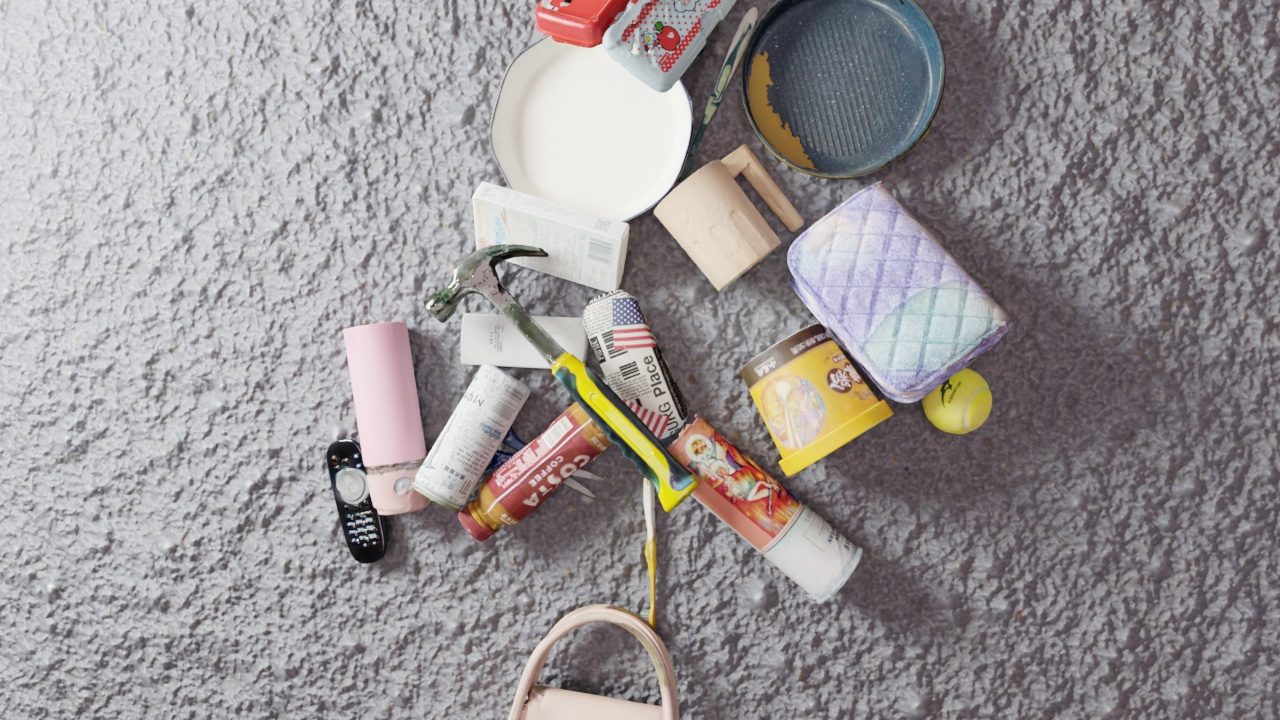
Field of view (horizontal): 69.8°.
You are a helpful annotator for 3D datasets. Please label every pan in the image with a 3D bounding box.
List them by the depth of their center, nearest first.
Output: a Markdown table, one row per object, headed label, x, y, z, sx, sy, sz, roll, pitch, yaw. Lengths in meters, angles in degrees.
| label | x | y | z | sx | sy | sz | roll | pitch | yaw |
| --- | --- | --- | --- | --- | --- | --- | --- | --- | --- |
| pan | 0.175 | -0.355 | 0.897 | 0.198 | 0.078 | 0.357 | -16 | 90 | 6 |

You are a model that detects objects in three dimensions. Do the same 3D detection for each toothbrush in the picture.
| label | x | y | z | sx | sy | sz | roll | pitch | yaw |
| --- | --- | --- | --- | --- | --- | --- | --- | --- | --- |
| toothbrush | 0.078 | -0.273 | 0.941 | 0.016 | 0.018 | 0.191 | 24 | 94 | 4 |
| toothbrush | 0.007 | 0.196 | 0.964 | 0.018 | 0.016 | 0.191 | -1 | 92 | 15 |

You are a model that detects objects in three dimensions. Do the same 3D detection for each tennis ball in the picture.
| label | x | y | z | sx | sy | sz | roll | pitch | yaw |
| --- | --- | --- | --- | --- | --- | --- | --- | --- | --- |
| tennis ball | 0.311 | 0.039 | 0.901 | 0.065 | 0.065 | 0.065 | 0 | 91 | 6 |

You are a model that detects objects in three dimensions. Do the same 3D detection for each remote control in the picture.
| label | x | y | z | sx | sy | sz | roll | pitch | yaw |
| --- | --- | --- | --- | --- | --- | --- | --- | --- | --- |
| remote control | -0.122 | -0.020 | 0.969 | 0.135 | 0.019 | 0.056 | 2 | 92 | 6 |
| remote control | -0.303 | 0.151 | 0.990 | 0.053 | 0.024 | 0.136 | -14 | 90 | 17 |

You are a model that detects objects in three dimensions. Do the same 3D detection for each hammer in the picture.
| label | x | y | z | sx | sy | sz | roll | pitch | yaw |
| --- | --- | --- | --- | --- | --- | --- | --- | --- | --- |
| hammer | -0.063 | 0.013 | 0.899 | 0.126 | 0.032 | 0.323 | -44 | 81 | 2 |

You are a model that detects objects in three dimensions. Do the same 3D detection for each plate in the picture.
| label | x | y | z | sx | sy | sz | roll | pitch | yaw |
| --- | --- | --- | --- | --- | --- | --- | --- | --- | --- |
| plate | -0.048 | -0.235 | 0.934 | 0.205 | 0.045 | 0.205 | 1 | 97 | 6 |

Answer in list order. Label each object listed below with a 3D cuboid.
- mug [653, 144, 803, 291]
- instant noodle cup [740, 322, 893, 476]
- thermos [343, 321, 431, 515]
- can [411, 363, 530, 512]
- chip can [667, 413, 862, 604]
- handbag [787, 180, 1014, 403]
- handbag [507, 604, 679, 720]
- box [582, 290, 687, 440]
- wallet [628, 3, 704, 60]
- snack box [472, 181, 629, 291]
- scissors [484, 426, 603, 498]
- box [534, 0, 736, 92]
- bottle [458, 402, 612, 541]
| label | x | y | z | sx | sy | sz | roll | pitch | yaw |
| --- | --- | --- | --- | --- | --- | --- | --- | --- | --- |
| mug | 0.092 | -0.145 | 0.920 | 0.124 | 0.084 | 0.103 | -37 | 89 | -21 |
| instant noodle cup | 0.165 | 0.035 | 0.896 | 0.118 | 0.118 | 0.114 | -31 | 79 | 6 |
| thermos | -0.255 | 0.059 | 0.967 | 0.087 | 0.067 | 0.198 | -10 | 90 | -23 |
| can | -0.172 | 0.078 | 0.938 | 0.058 | 0.058 | 0.146 | 29 | 82 | 5 |
| chip can | 0.116 | 0.148 | 0.923 | 0.215 | 0.071 | 0.071 | 39 | 95 | 4 |
| handbag | 0.240 | -0.064 | 0.881 | 0.134 | 0.075 | 0.194 | -37 | 72 | 2 |
| handbag | -0.047 | 0.371 | 0.944 | 0.193 | 0.093 | 0.234 | 7 | 88 | 6 |
| box | -0.005 | 0.005 | 0.948 | 0.068 | 0.052 | 0.164 | -23 | 96 | -4 |
| wallet | -0.010 | -0.329 | 0.949 | 0.122 | 0.020 | 0.096 | 45 | 101 | 2 |
| snack box | -0.092 | -0.123 | 0.932 | 0.157 | 0.085 | 0.026 | 18 | 55 | 5 |
| scissors | -0.128 | 0.111 | 0.978 | 0.133 | 0.012 | 0.172 | -38 | 89 | 4 |
| box | 0.007 | -0.363 | 0.893 | 0.161 | 0.058 | 0.200 | 29 | 66 | 6 |
| bottle | -0.109 | 0.116 | 0.941 | 0.175 | 0.057 | 0.057 | -40 | 87 | 2 |
